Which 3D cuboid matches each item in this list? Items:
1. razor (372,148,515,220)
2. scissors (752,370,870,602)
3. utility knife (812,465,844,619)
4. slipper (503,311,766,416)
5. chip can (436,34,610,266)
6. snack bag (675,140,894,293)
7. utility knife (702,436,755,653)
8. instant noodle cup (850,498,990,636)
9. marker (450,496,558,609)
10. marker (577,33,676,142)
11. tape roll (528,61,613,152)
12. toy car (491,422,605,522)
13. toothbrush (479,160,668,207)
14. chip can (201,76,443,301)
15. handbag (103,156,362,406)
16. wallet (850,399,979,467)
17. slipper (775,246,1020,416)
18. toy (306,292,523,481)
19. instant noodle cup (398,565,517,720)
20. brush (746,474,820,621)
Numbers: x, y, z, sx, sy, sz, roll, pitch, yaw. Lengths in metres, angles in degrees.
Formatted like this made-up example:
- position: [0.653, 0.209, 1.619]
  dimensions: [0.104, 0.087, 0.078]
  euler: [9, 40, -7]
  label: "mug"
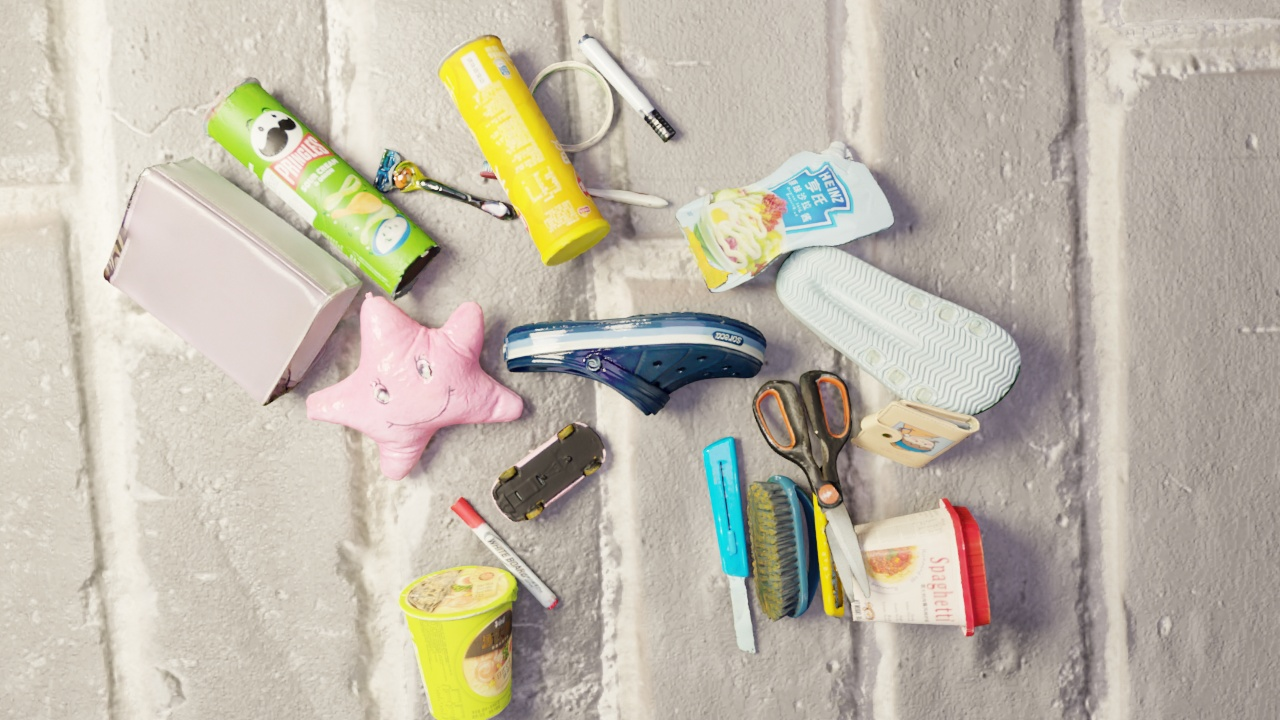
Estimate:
- position: [-0.191, -0.165, 0.899]
  dimensions: [0.142, 0.022, 0.043]
  euler: [19, 95, -3]
  label: "razor"
- position: [0.190, 0.111, 0.879]
  dimensions: [0.152, 0.022, 0.234]
  euler: [-34, 70, -10]
  label: "scissors"
- position: [0.188, 0.182, 0.907]
  dimensions: [0.033, 0.015, 0.156]
  euler: [-10, 95, -44]
  label: "utility knife"
- position: [-0.005, 0.005, 0.870]
  dimensions: [0.253, 0.105, 0.095]
  euler: [0, 86, 1]
  label: "slipper"
- position: [-0.111, -0.196, 0.860]
  dimensions: [0.072, 0.072, 0.213]
  euler: [-30, 86, 1]
  label: "chip can"
- position: [0.137, -0.141, 0.889]
  dimensions: [0.191, 0.039, 0.110]
  euler: [-23, 60, 2]
  label: "snack bag"
- position: [0.094, 0.189, 0.929]
  dimensions: [0.034, 0.018, 0.225]
  euler: [-9, 95, -1]
  label: "utility knife"
- position: [0.263, 0.202, 0.892]
  dimensions: [0.124, 0.116, 0.116]
  euler: [-7, 94, 12]
  label: "instant noodle cup"
- position: [-0.136, 0.195, 0.925]
  dimensions: [0.017, 0.017, 0.145]
  euler: [-43, 93, 1]
  label: "marker"
- position: [-0.014, -0.265, 0.898]
  dimensions: [0.018, 0.023, 0.130]
  euler: [-42, 91, -10]
  label: "marker"
- position: [-0.070, -0.249, 0.900]
  dimensions: [0.086, 0.014, 0.086]
  euler: [0, 94, -1]
  label: "tape roll"
- position: [-0.091, 0.111, 0.912]
  dimensions: [0.122, 0.037, 0.056]
  euler: [-36, 96, -11]
  label: "toy car"
- position: [-0.065, -0.173, 0.905]
  dimensions: [0.187, 0.016, 0.017]
  euler: [9, 83, -1]
  label: "toothbrush"
- position: [-0.300, -0.161, 0.873]
  dimensions: [0.236, 0.072, 0.072]
  euler: [42, 92, -4]
  label: "chip can"
- position: [-0.384, -0.074, 0.863]
  dimensions: [0.197, 0.098, 0.145]
  euler: [38, 108, -4]
  label: "handbag"
- position: [0.257, 0.069, 0.880]
  dimensions: [0.087, 0.115, 0.024]
  euler: [16, 67, -3]
  label: "wallet"
- position: [0.243, -0.029, 0.894]
  dimensions: [0.245, 0.074, 0.104]
  euler: [33, 93, 13]
  label: "slipper"
- position: [-0.227, 0.018, 0.880]
  dimensions: [0.194, 0.074, 0.178]
  euler: [-26, 108, -2]
  label: "toy"
- position: [-0.170, 0.279, 0.891]
  dimensions: [0.111, 0.111, 0.123]
  euler: [-4, 102, -1]
  label: "instant noodle cup"
- position: [0.148, 0.184, 0.914]
  dimensions: [0.073, 0.055, 0.144]
  euler: [-9, 94, -24]
  label: "brush"
